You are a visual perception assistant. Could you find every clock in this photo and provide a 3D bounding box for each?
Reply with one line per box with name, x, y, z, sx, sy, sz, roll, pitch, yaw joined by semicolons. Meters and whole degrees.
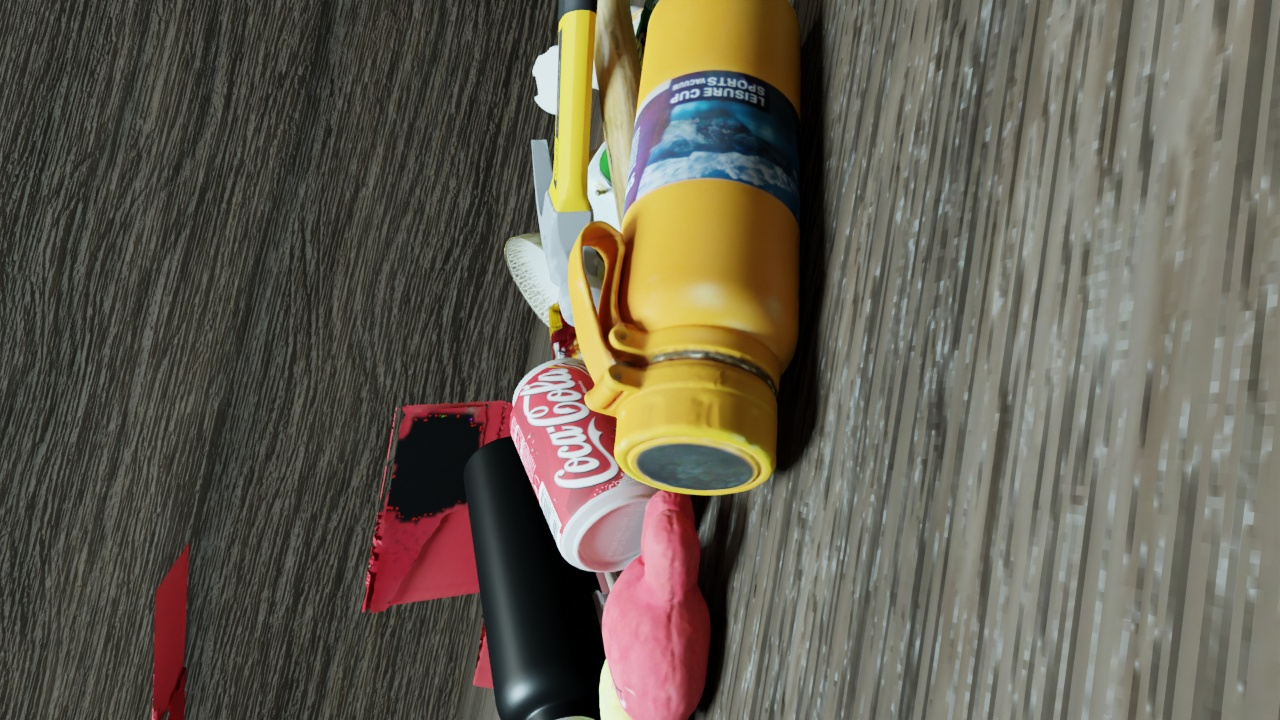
clock;-0.010;-0.132;0.736;0.083;0.057;0.118;-60;-6;-8

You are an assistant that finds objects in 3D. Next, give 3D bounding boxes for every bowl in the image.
bowl;-0.059;-0.074;0.878;0.063;0.145;0.145;-42;-4;-21

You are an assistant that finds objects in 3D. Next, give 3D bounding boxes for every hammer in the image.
hammer;-0.003;-0.104;0.503;0.132;0.033;0.330;140;123;-75
hammer;-0.032;-0.182;0.472;0.127;0.029;0.324;-112;22;-49

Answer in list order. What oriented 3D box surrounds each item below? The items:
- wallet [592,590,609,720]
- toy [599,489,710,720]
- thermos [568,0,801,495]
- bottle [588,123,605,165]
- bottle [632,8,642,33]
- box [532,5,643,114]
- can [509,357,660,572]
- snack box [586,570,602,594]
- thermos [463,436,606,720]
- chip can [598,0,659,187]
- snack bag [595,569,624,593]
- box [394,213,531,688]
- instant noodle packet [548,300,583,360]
wallet;-0.017;0.197;0.521;0.086;0.032;0.116;-119;42;-59
toy;0.006;0.121;0.412;0.091;0.045;0.135;-104;22;-65
thermos;0.022;-0.060;0.395;0.076;0.091;0.232;78;-164;-60
bottle;-0.035;-0.174;0.938;0.068;0.068;0.157;-117;39;-75
bottle;0.002;-0.272;0.850;0.063;0.063;0.109;126;152;-69
box;-0.046;-0.308;0.956;0.137;0.143;0.083;-149;44;-83
can;-0.026;0.051;0.470;0.104;0.064;0.064;59;142;43
snack box;-0.046;0.227;0.644;0.082;0.027;0.150;121;159;-62
thermos;-0.055;0.142;0.503;0.231;0.061;0.061;-111;31;-48
chip can;0.037;-0.201;0.535;0.075;0.075;0.224;-91;16;-52
snack bag;-0.006;0.115;0.545;0.158;0.013;0.057;116;136;-58
box;-0.163;0.051;0.875;0.510;0.141;0.216;-121;40;-51
instant noodle packet;-0.037;0.028;0.591;0.098;0.039;0.135;-122;26;-66
